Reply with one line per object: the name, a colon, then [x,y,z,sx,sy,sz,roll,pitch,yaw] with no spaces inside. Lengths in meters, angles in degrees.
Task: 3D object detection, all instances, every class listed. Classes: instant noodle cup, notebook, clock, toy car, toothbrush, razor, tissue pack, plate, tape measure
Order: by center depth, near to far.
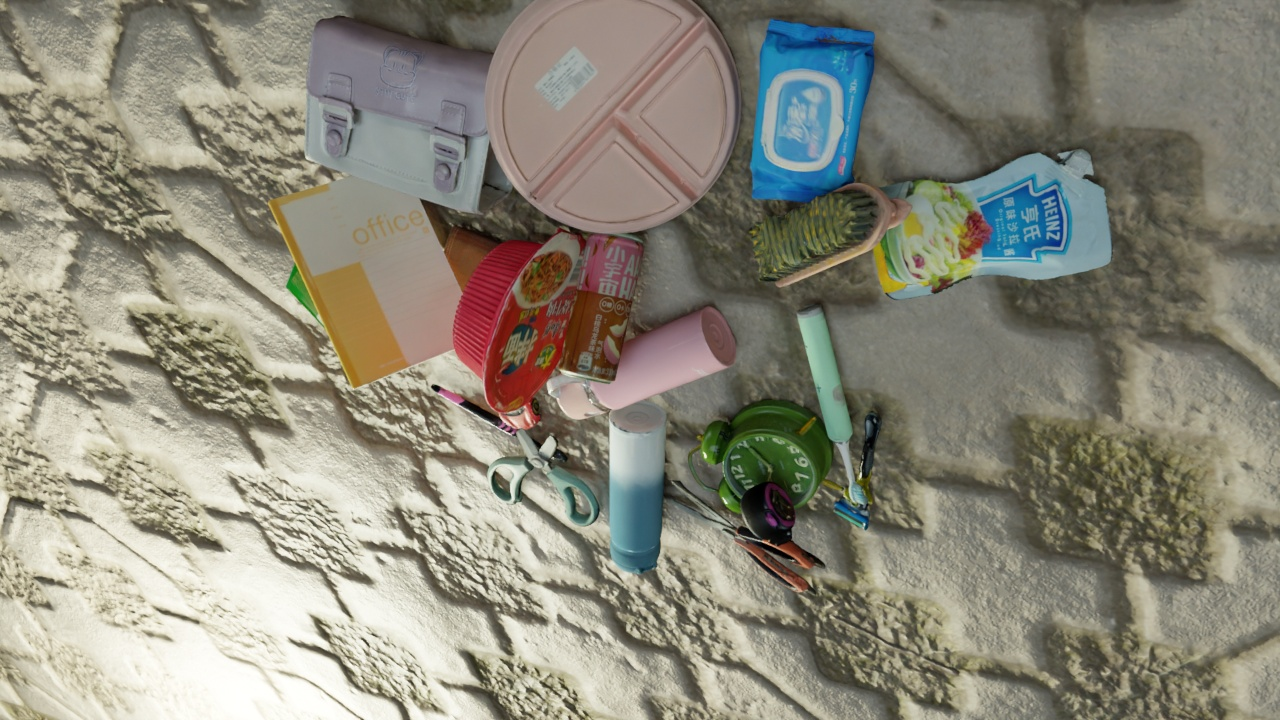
tissue pack: [0.143,-0.206,0.785,0.095,0.052,0.157,11,123,15]
plate: [-0.024,-0.218,0.811,0.229,0.028,0.230,-1,118,-2]
instant noodle cup: [-0.122,-0.048,0.906,0.066,0.193,0.194,26,126,16]
toothbrush: [0.195,0.049,0.925,0.027,0.026,0.224,14,127,56]
tape measure: [0.132,0.153,0.935,0.039,0.057,0.058,-34,119,31]
notebook: [-0.267,-0.090,0.937,0.206,0.145,0.010,66,154,0]
razor: [0.235,0.111,0.962,0.043,0.022,0.143,26,129,33]
clock: [0.128,0.107,0.980,0.162,0.056,0.116,-13,114,28]
toy car: [-0.153,0.037,1.063,0.049,0.031,0.106,-9,118,27]
toothbrush: [-0.171,0.074,1.101,0.189,0.018,0.014,28,83,5]

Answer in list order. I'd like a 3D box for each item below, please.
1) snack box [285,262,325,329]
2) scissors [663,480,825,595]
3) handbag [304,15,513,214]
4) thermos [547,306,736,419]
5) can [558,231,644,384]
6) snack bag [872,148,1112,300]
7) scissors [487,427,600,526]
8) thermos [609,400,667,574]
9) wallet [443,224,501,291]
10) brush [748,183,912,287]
snack box: [-0.316,-0.091,1.000,0.118,0.117,0.106,48,129,-8]
scissors: [0.118,0.201,1.032,0.223,0.015,0.189,20,156,37]
handbag: [-0.220,-0.238,0.887,0.197,0.098,0.145,18,119,10]
thermos: [-0.006,0.006,0.955,0.199,0.087,0.067,-21,67,30]
can: [-0.038,-0.053,0.904,0.058,0.058,0.147,12,90,14]
snack bag: [0.297,-0.115,0.791,0.191,0.038,0.110,-8,105,25]
scissors: [-0.133,0.142,1.112,0.179,0.019,0.173,-5,130,30]
thermos: [-0.006,0.151,1.055,0.070,0.070,0.221,11,124,15]
wallet: [-0.172,-0.079,1.001,0.101,0.032,0.125,26,126,1]
brush: [0.163,-0.113,0.799,0.146,0.073,0.063,-20,78,56]
